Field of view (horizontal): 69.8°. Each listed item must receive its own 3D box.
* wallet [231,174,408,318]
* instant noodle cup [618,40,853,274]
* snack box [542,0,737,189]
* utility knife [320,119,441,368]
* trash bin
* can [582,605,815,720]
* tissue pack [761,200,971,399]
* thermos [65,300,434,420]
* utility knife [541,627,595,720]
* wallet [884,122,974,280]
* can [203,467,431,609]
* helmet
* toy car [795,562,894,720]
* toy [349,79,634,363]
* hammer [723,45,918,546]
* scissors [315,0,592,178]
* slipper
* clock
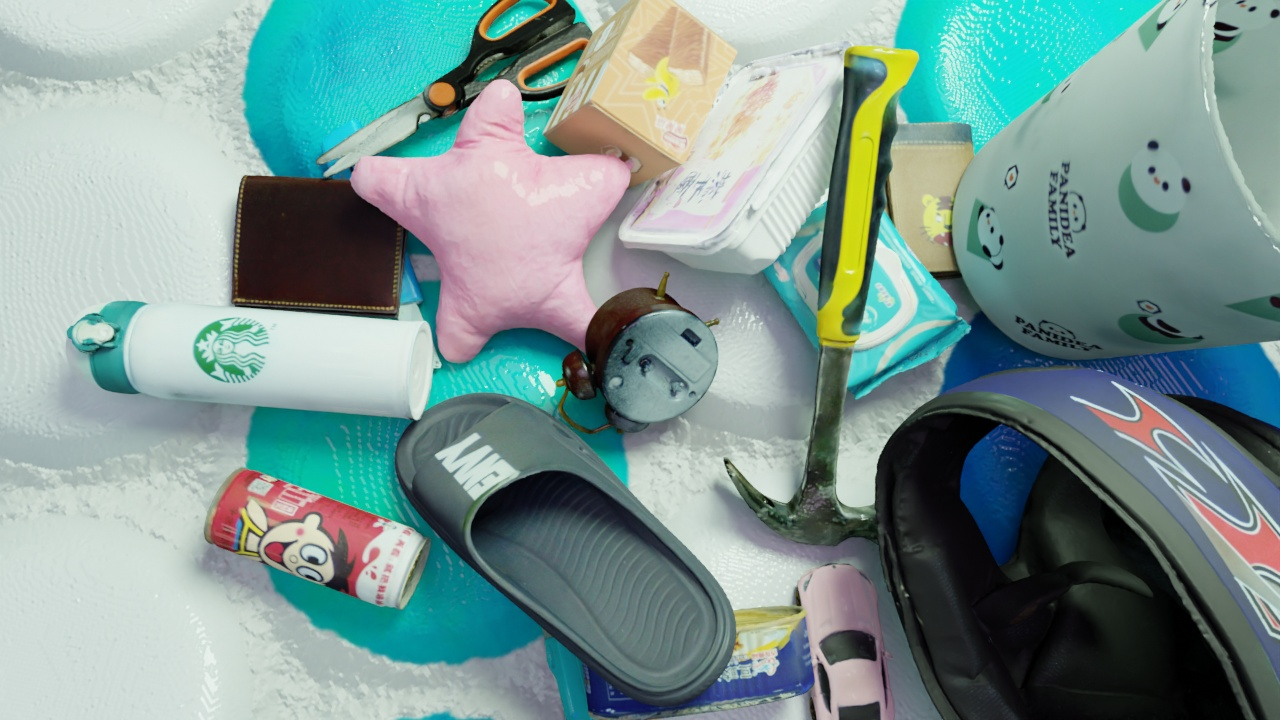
[{"bbox_3d":[-0.223,-0.081,0.641,0.122,0.020,0.096,4,88,6],"label":"wallet"},{"bbox_3d":[0.078,-0.130,0.631,0.060,0.138,0.173,40,78,-30],"label":"instant noodle cup"},{"bbox_3d":[-0.002,-0.185,0.638,0.077,0.093,0.094,30,77,-22],"label":"snack box"},{"bbox_3d":[-0.183,-0.081,0.657,0.034,0.018,0.194,-22,82,-8],"label":"utility knife"},{"bbox_3d":[0.337,-0.108,0.557,0.229,0.252,0.229,2,81,-13],"label":"trash bin"},{"bbox_3d":[0.036,0.192,0.587,0.148,0.075,0.049,-7,82,-3],"label":"can"},{"bbox_3d":[0.153,-0.048,0.639,0.093,0.050,0.133,-36,83,14],"label":"tissue pack"},{"bbox_3d":[-0.256,-0.003,0.605,0.224,0.073,0.073,5,79,0],"label":"thermos"},{"bbox_3d":[-0.028,0.275,0.597,0.029,0.013,0.223,-14,78,-7],"label":"utility knife"},{"bbox_3d":[0.209,-0.116,0.679,0.090,0.033,0.115,-5,83,-5],"label":"wallet"},{"bbox_3d":[-0.208,0.116,0.598,0.133,0.053,0.053,20,78,1],"label":"can"},{"bbox_3d":[0.303,0.137,0.530,0.239,0.248,0.315,-17,75,-34],"label":"helmet"},{"bbox_3d":[0.137,0.197,0.610,0.056,0.037,0.122,-5,78,-6],"label":"toy car"},{"bbox_3d":[-0.080,-0.085,0.623,0.178,0.074,0.194,-25,107,3],"label":"toy"},{"bbox_3d":[0.127,-0.031,0.589,0.126,0.032,0.324,3,106,-3],"label":"hammer"},{"bbox_3d":[-0.141,-0.207,0.670,0.234,0.022,0.143,-14,76,-11],"label":"scissors"},{"bbox_3d":[-0.055,0.096,0.562,0.268,0.083,0.110,36,73,27],"label":"slipper"},{"bbox_3d":[-0.004,0.004,0.617,0.122,0.055,0.082,-46,123,7],"label":"clock"}]
